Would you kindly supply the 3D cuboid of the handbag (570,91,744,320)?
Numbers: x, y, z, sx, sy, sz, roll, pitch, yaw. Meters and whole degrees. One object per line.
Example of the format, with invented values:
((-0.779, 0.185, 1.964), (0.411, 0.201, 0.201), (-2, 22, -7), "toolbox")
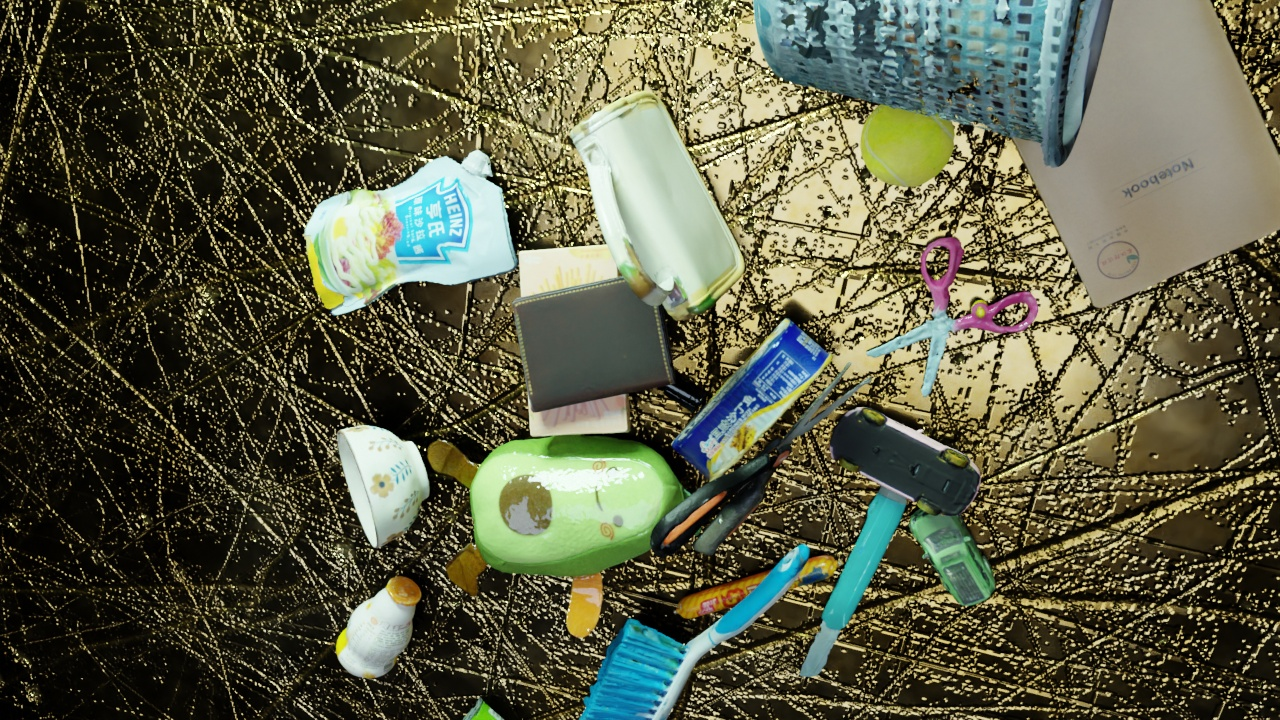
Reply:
((0.001, -0.105, 0.672), (0.063, 0.178, 0.163), (-26, 100, 25), "handbag")

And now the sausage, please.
((0.103, 0.204, 0.824), (0.165, 0.021, 0.021), (-23, 100, 20), "sausage")

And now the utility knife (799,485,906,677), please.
((0.184, 0.196, 0.804), (0.029, 0.013, 0.210), (22, 108, 6), "utility knife")

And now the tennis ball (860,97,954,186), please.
((0.193, -0.159, 0.665), (0.065, 0.065, 0.065), (4, 108, 13), "tennis ball")

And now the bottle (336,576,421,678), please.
((-0.257, 0.264, 0.915), (0.063, 0.063, 0.109), (35, 112, 2), "bottle")

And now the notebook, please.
((0.355, -0.159, 0.653), (0.148, 0.008, 0.207), (-27, 98, 21), "notebook")

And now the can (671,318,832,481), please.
((0.089, 0.034, 0.748), (0.049, 0.074, 0.148), (42, 112, 3), "can")

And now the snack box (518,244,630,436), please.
((-0.055, -0.016, 0.770), (0.084, 0.026, 0.157), (-4, 91, 9), "snack box")

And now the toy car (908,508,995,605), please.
((0.260, 0.161, 0.763), (0.043, 0.036, 0.091), (-30, 93, 22), "toy car")

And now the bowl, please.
((-0.234, 0.111, 0.852), (0.062, 0.113, 0.113), (-16, 106, -25), "bowl")

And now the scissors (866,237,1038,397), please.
((0.237, -0.036, 0.720), (0.134, 0.017, 0.128), (-23, 102, 24), "scissors")

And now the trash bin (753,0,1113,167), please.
((0.185, -0.246, 0.574), (0.195, 0.226, 0.227), (14, 110, 27), "trash bin")

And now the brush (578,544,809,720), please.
((0.036, 0.256, 0.824), (0.109, 0.060, 0.315), (23, 121, 0), "brush")

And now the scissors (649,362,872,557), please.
((0.093, 0.093, 0.739), (0.021, 0.221, 0.221), (49, 140, 25), "scissors")

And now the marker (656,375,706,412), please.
((-0.005, 0.005, 0.791), (0.132, 0.022, 0.020), (30, 147, 4), "marker")

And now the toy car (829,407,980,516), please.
((0.215, 0.081, 0.750), (0.122, 0.037, 0.056), (28, 104, 18), "toy car")

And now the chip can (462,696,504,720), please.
((-0.097, 0.445, 0.925), (0.236, 0.072, 0.072), (41, 112, 0), "chip can")

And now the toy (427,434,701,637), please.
((-0.074, 0.128, 0.808), (0.247, 0.090, 0.227), (-10, 88, 15), "toy")

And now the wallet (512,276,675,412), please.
((-0.039, -0.016, 0.744), (0.122, 0.020, 0.096), (-11, 85, 9), "wallet")

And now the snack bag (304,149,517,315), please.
((-0.200, -0.109, 0.792), (0.191, 0.038, 0.110), (-13, 76, 20), "snack bag")
